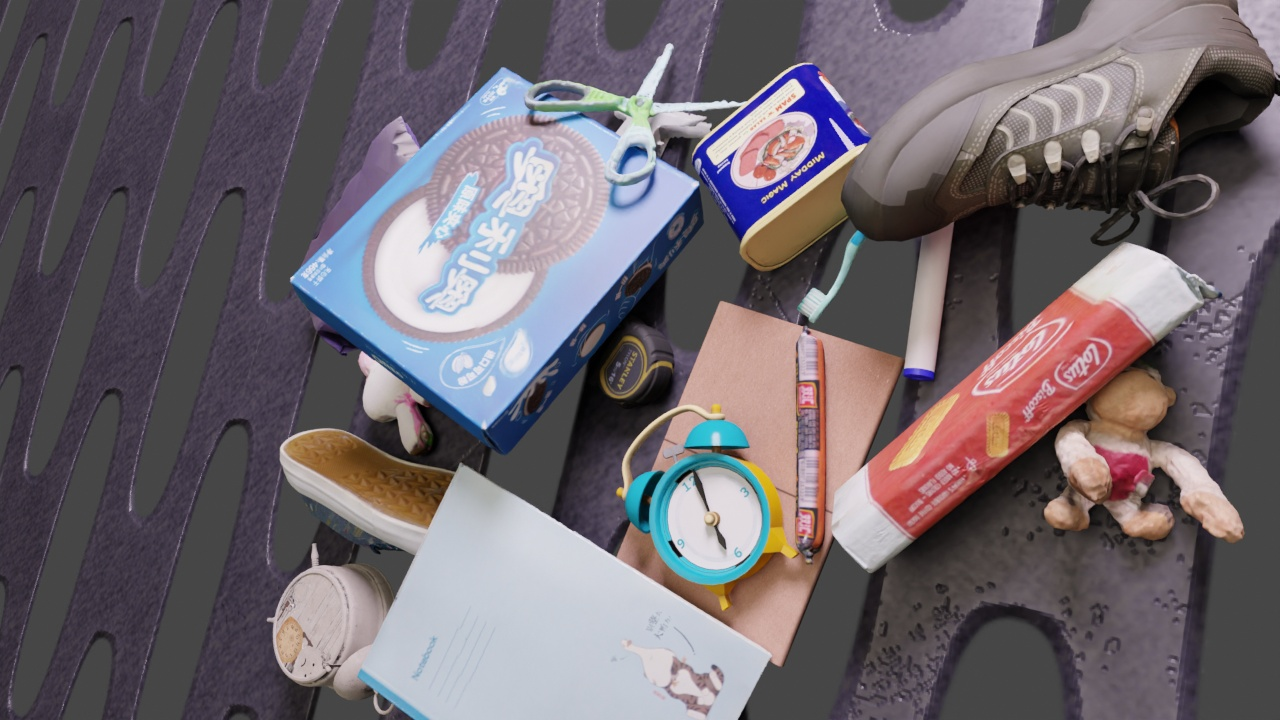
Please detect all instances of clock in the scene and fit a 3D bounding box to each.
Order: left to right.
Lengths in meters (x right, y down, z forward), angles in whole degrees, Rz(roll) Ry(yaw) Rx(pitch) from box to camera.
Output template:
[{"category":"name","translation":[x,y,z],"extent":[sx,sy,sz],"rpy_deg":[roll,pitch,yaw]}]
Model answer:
[{"category":"clock","translation":[-0.245,0.229,0.748],"extent":[0.157,0.061,0.103],"rpy_deg":[36,97,36]},{"category":"clock","translation":[0.041,0.093,0.606],"extent":[0.099,0.043,0.129],"rpy_deg":[-43,66,15]}]

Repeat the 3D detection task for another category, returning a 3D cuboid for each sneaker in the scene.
[{"category":"sneaker","translation":[-0.205,0.127,0.746],"extent":[0.236,0.087,0.079],"rpy_deg":[17,118,30]},{"category":"sneaker","translation":[0.243,-0.106,0.506],"extent":[0.238,0.101,0.143],"rpy_deg":[-30,61,7]}]

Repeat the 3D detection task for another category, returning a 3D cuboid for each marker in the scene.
[{"category":"marker","translation":[0.184,-0.058,0.582],"extent":[0.020,0.020,0.141],"rpy_deg":[4,79,33]}]

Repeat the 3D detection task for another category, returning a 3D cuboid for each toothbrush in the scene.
[{"category":"toothbrush","translation":[0.149,-0.084,0.611],"extent":[0.017,0.022,0.135],"rpy_deg":[35,99,10]}]

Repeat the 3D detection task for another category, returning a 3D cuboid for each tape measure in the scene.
[{"category":"tape measure","translation":[-0.004,0.004,0.674],"extent":[0.061,0.034,0.062],"rpy_deg":[39,108,37]}]

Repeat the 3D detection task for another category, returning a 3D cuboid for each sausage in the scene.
[{"category":"sausage","translation":[0.109,0.052,0.586],"extent":[0.020,0.020,0.155],"rpy_deg":[-6,73,31]}]

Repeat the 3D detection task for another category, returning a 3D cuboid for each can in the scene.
[{"category":"can","translation":[0.102,-0.135,0.633],"extent":[0.116,0.056,0.092],"rpy_deg":[-37,59,19]}]

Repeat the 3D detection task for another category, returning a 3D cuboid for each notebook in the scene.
[{"category":"notebook","translation":[-0.062,0.209,0.624],"extent":[0.253,0.009,0.181],"rpy_deg":[28,96,19]},{"category":"notebook","translation":[0.075,0.076,0.620],"extent":[0.141,0.008,0.209],"rpy_deg":[21,89,35]}]

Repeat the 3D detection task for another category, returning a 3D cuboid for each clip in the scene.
[{"category":"clip","translation":[0.000,-0.180,0.722],"extent":[0.102,0.045,0.055],"rpy_deg":[23,77,35]}]

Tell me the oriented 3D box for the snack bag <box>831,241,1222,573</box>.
[{"category":"snack bag","translation":[0.198,0.026,0.507],"extent":[0.041,0.077,0.226],"rpy_deg":[43,108,0]}]

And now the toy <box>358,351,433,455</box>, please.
[{"category":"toy","translation":[-0.209,0.022,0.798],"extent":[0.122,0.038,0.079],"rpy_deg":[43,113,33]}]

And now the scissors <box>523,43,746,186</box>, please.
[{"category":"scissors","translation":[0.000,-0.184,0.679],"extent":[0.171,0.023,0.172],"rpy_deg":[-3,48,-5]}]

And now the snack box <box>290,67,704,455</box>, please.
[{"category":"snack box","translation":[-0.101,-0.079,0.671],"extent":[0.195,0.056,0.238],"rpy_deg":[34,74,19]}]

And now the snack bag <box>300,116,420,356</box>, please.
[{"category":"snack bag","translation":[-0.241,-0.109,0.821],"extent":[0.206,0.058,0.096],"rpy_deg":[-52,54,25]}]

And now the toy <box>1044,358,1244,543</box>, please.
[{"category":"toy","translation":[0.261,0.044,0.481],"extent":[0.085,0.074,0.105],"rpy_deg":[12,60,11]}]
